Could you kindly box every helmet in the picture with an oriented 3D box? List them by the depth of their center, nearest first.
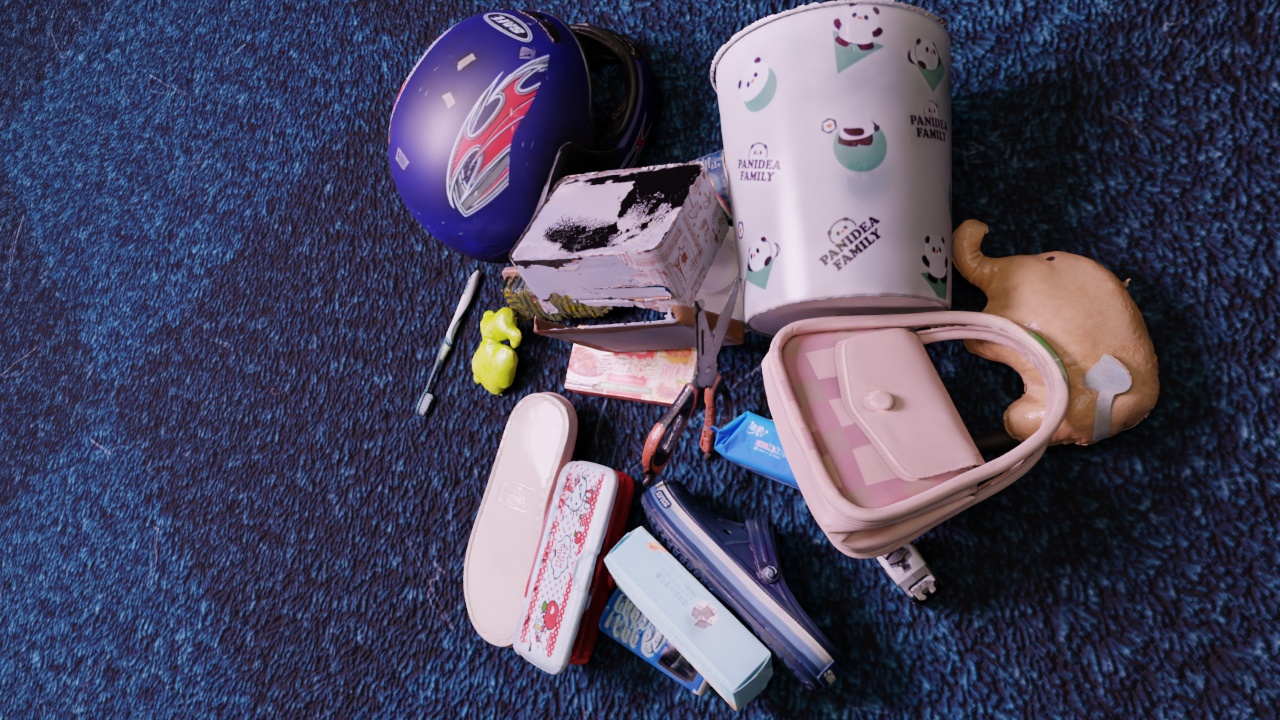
[{"bbox_3d":[-0.136,-0.264,1.013,0.247,0.240,0.315,38,93,27],"label":"helmet"}]

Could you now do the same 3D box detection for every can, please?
[{"bbox_3d":[0.054,-0.175,0.990,0.111,0.075,0.075,-16,69,20],"label":"can"}]

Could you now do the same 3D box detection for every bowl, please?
[{"bbox_3d":[0.085,-0.089,0.957,0.117,0.066,0.116,-7,73,23],"label":"bowl"}]

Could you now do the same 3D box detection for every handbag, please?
[{"bbox_3d":[0.232,0.040,0.760,0.234,0.093,0.193,-18,56,2],"label":"handbag"}]

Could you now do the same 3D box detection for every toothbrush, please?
[{"bbox_3d":[-0.231,-0.021,1.115,0.018,0.016,0.191,20,85,18],"label":"toothbrush"}]

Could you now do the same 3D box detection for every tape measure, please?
[{"bbox_3d":[0.236,0.182,0.810,0.033,0.065,0.066,-39,65,6],"label":"tape measure"}]

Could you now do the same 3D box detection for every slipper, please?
[{"bbox_3d":[0.098,0.188,0.851,0.095,0.105,0.253,-38,56,-12],"label":"slipper"},{"bbox_3d":[-0.120,0.169,0.986,0.114,0.054,0.274,9,86,30],"label":"slipper"}]

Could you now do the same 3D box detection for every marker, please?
[{"bbox_3d":[0.285,0.083,0.842,0.132,0.020,0.022,-14,87,22],"label":"marker"}]

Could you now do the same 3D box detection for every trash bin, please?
[{"bbox_3d":[0.182,-0.159,0.851,0.230,0.229,0.251,-5,79,24],"label":"trash bin"}]

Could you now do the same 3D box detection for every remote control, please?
[{"bbox_3d":[0.020,0.271,0.893,0.125,0.024,0.049,28,88,24],"label":"remote control"}]

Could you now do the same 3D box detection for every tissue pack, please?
[{"bbox_3d":[0.146,0.091,0.863,0.157,0.095,0.052,18,82,30],"label":"tissue pack"}]

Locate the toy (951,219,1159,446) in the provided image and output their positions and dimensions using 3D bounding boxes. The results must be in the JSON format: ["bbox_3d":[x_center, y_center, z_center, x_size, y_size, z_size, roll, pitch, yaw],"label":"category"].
[{"bbox_3d":[0.359,-0.034,0.806,0.143,0.082,0.225,-21,65,9],"label":"toy"}]

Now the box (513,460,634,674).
[{"bbox_3d":[-0.055,0.204,0.905,0.102,0.095,0.201,-3,70,65],"label":"box"}]

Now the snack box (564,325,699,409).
[{"bbox_3d":[-0.006,0.006,0.996,0.153,0.025,0.075,7,79,27],"label":"snack box"}]

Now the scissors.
[{"bbox_3d":[0.057,0.028,0.865,0.015,0.189,0.226,35,95,32],"label":"scissors"}]

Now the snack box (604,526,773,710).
[{"bbox_3d":[0.044,0.236,0.844,0.051,0.074,0.175,-41,61,-16],"label":"snack box"}]

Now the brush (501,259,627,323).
[{"bbox_3d":[-0.082,-0.086,1.041,0.146,0.063,0.072,-2,45,23],"label":"brush"}]

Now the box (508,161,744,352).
[{"bbox_3d":[0.001,-0.070,0.900,0.183,0.185,0.154,2,50,34],"label":"box"}]

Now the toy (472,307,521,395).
[{"bbox_3d":[-0.166,-0.009,1.057,0.097,0.031,0.100,-7,90,46],"label":"toy"}]
